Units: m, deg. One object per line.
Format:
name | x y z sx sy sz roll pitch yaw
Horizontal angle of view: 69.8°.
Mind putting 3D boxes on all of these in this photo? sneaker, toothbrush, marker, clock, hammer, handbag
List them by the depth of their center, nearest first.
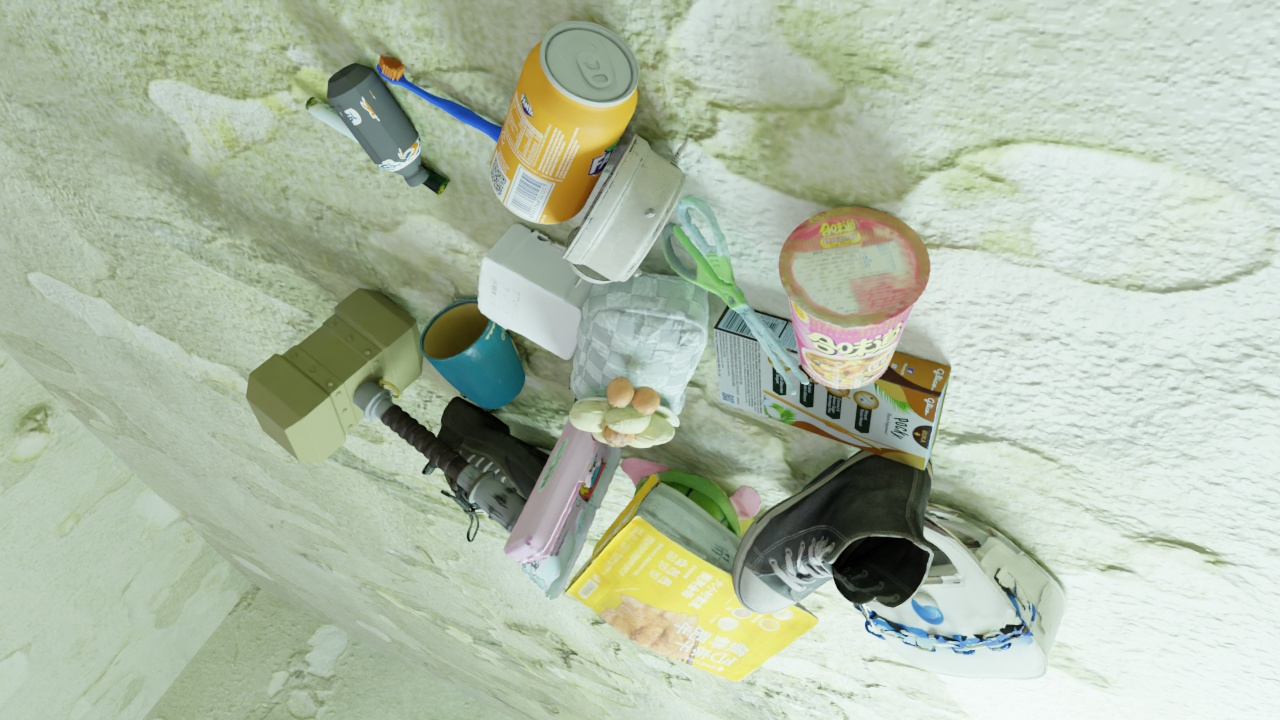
clock | -0.015 -0.097 0.687 0.061 0.103 0.157 30 145 -9
toothbrush | -0.135 -0.197 0.738 0.182 0.016 0.018 30 144 5
handbag | -0.005 0.005 0.790 0.112 0.123 0.172 11 144 -2
sneaker | 0.163 0.179 0.810 0.095 0.119 0.235 41 122 -13
marker | -0.239 -0.195 0.833 0.146 0.017 0.017 33 149 1
handbag | 0.283 0.218 0.875 0.199 0.092 0.201 48 147 -10
hammer | -0.247 0.083 1.008 0.325 0.189 0.101 35 150 16
sneaker | -0.180 0.150 1.080 0.238 0.143 0.101 30 174 36

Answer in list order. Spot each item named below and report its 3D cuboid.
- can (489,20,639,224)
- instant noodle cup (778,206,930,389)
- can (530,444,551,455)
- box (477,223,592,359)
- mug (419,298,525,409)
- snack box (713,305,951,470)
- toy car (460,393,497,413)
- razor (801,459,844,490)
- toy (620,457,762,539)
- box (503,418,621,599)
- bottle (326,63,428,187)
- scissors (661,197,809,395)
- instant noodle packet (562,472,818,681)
can | -0.056 -0.164 0.651 0.079 0.078 0.143 35 149 -3
instant noodle cup | 0.146 -0.036 0.645 0.098 0.097 0.109 20 155 20
can | -0.123 0.144 1.152 0.127 0.064 0.064 12 143 30
box | -0.087 -0.072 0.850 0.107 0.076 0.103 27 147 5
mug | -0.180 -0.009 0.991 0.112 0.084 0.104 43 169 44
snack box | 0.154 0.021 0.764 0.186 0.031 0.101 18 146 22
toy car | -0.195 0.028 1.086 0.048 0.033 0.105 26 160 15
razor | 0.178 0.140 0.901 0.052 0.047 0.143 50 151 20
toy | 0.072 0.188 1.019 0.238 0.087 0.191 38 142 5
box | -0.079 0.132 0.963 0.073 0.201 0.150 19 147 9
bottle | -0.220 -0.198 0.783 0.047 0.046 0.112 2 138 40
scissors | 0.071 -0.043 0.706 0.175 0.032 0.079 60 145 10
instant noodle packet | 0.055 0.244 0.963 0.221 0.084 0.163 35 128 -2
